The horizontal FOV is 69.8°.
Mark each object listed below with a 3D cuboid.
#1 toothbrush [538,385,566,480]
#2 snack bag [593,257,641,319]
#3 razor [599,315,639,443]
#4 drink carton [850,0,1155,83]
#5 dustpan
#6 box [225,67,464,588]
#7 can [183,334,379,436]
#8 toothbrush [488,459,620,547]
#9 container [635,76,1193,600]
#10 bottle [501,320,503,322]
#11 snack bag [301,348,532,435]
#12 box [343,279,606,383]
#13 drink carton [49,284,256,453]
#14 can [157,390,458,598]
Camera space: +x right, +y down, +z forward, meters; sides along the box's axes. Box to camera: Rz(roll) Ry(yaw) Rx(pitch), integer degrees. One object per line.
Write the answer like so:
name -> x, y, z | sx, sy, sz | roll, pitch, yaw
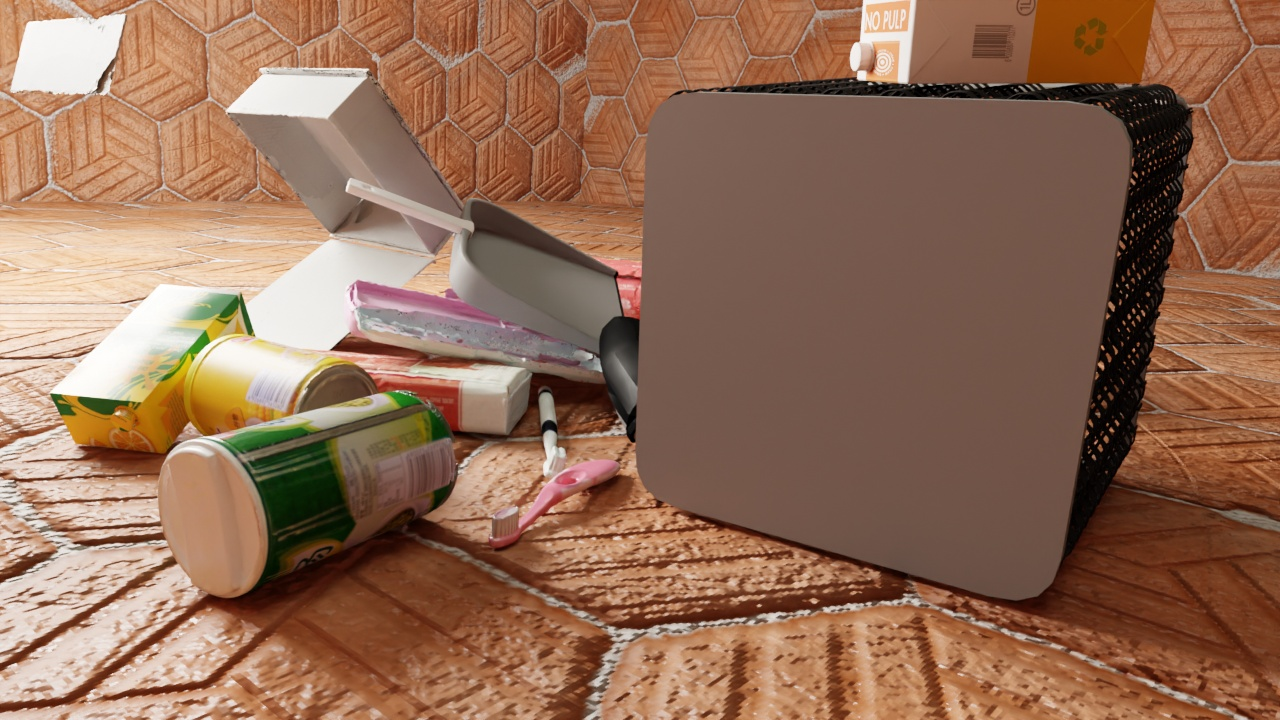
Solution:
toothbrush -> -0.060, 0.043, 0.618 | 0.012, 0.017, 0.186 | 22, 9, -12
snack bag -> -0.053, -0.081, 1.032 | 0.176, 0.082, 0.082 | 6, 13, 13
razor -> -0.004, 0.004, 0.668 | 0.060, 0.057, 0.156 | 40, 10, -35
drink carton -> 0.167, -0.154, 0.436 | 0.122, 0.040, 0.058 | -3, 19, -9
dustpan -> -0.123, -0.090, 0.777 | 0.257, 0.033, 0.163 | 19, 28, -18
box -> -0.286, -0.033, 0.847 | 0.167, 0.446, 0.164 | 14, 10, 37
can -> -0.212, 0.025, 0.543 | 0.105, 0.068, 0.067 | 11, 15, 31
toothbrush -> -0.043, 0.071, 0.498 | 0.022, 0.016, 0.134 | 9, 14, 23
container -> 0.155, -0.036, 0.528 | 0.248, 0.246, 0.243 | 11, 18, 30
bottle -> -0.106, -0.059, 0.878 | 0.111, 0.099, 0.099 | -8, 17, -34
snack bag -> -0.193, 0.019, 0.641 | 0.225, 0.041, 0.077 | 3, 12, 5
box -> -0.132, -0.016, 0.735 | 0.201, 0.041, 0.153 | 11, 16, -25
drink carton -> -0.301, 0.004, 0.573 | 0.058, 0.041, 0.122 | 5, 38, 7
can -> -0.148, 0.056, 0.421 | 0.067, 0.067, 0.120 | 11, 14, 28
